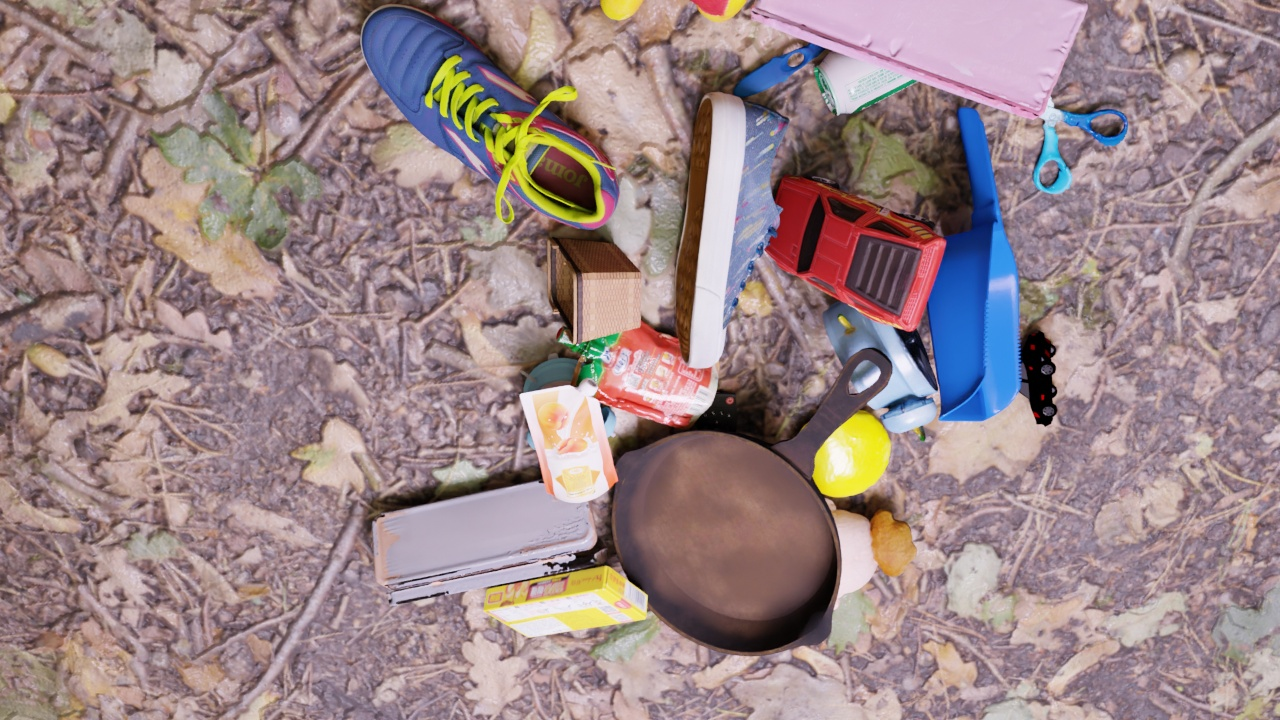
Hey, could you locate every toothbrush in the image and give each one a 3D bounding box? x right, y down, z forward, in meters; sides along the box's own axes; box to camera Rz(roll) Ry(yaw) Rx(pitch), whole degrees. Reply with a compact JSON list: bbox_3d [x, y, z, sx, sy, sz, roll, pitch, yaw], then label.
[{"bbox_3d":[0.136,-0.251,0.752,0.132,0.016,0.021,-28,107,8],"label":"toothbrush"}]

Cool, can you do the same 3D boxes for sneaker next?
[{"bbox_3d":[0.079,-0.103,0.779,0.079,0.087,0.236,2,109,-11],"label":"sneaker"},{"bbox_3d":[-0.115,-0.192,0.724,0.241,0.091,0.116,34,110,-15],"label":"sneaker"}]

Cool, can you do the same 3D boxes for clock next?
[{"bbox_3d":[0.221,0.000,0.813,0.060,0.117,0.162,-29,106,21],"label":"clock"},{"bbox_3d":[-0.068,0.052,0.865,0.087,0.042,0.123,-13,119,3],"label":"clock"}]

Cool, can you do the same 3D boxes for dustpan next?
[{"bbox_3d":[0.275,-0.081,0.766,0.060,0.245,0.257,-12,81,27],"label":"dustpan"}]

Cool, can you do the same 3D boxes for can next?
[{"bbox_3d":[0.196,-0.240,0.739,0.101,0.053,0.053,-26,112,7],"label":"can"}]

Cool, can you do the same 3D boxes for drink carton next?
[{"bbox_3d":[-0.063,0.071,0.829,0.069,0.038,0.122,-10,125,2],"label":"drink carton"}]

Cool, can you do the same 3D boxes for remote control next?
[{"bbox_3d":[0.072,0.087,0.899,0.039,0.010,0.125,1,113,-3],"label":"remote control"}]

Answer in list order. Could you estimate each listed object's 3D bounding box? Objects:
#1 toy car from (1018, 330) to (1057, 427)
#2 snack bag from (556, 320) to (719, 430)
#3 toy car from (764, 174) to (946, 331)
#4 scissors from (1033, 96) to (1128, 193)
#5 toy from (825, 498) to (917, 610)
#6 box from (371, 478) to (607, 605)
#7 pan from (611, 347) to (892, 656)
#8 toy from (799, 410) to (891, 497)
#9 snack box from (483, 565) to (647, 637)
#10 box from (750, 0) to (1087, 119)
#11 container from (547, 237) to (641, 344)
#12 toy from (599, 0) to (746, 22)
[{"bbox_3d":[0.375,0.019,0.870,0.036,0.042,0.092,-1,117,25],"label":"toy car"},{"bbox_3d":[-0.005,0.005,0.831,0.155,0.044,0.087,22,88,-20],"label":"snack bag"},{"bbox_3d":[0.164,-0.092,0.737,0.056,0.189,0.082,1,114,-30],"label":"toy car"},{"bbox_3d":[0.361,-0.214,0.784,0.103,0.015,0.133,-26,108,12],"label":"scissors"},{"bbox_3d":[0.185,0.190,0.916,0.176,0.076,0.133,-6,101,3],"label":"toy"},{"bbox_3d":[-0.148,0.175,0.901,0.216,0.095,0.108,-12,91,2],"label":"box"},{"bbox_3d":[0.114,0.120,0.837,0.249,0.043,0.357,40,120,11],"label":"pan"},{"bbox_3d":[0.195,0.090,0.891,0.095,0.041,0.094,-15,109,4],"label":"toy"},{"bbox_3d":[-0.075,0.241,0.910,0.153,0.025,0.075,-18,136,29],"label":"snack box"},{"bbox_3d":[0.205,-0.262,0.687,0.233,0.046,0.098,24,91,7],"label":"box"},{"bbox_3d":[-0.040,-0.063,0.779,0.061,0.114,0.063,-5,114,-15],"label":"container"},{"bbox_3d":[-0.010,-0.330,0.670,0.216,0.098,0.148,10,105,-13],"label":"toy"}]
